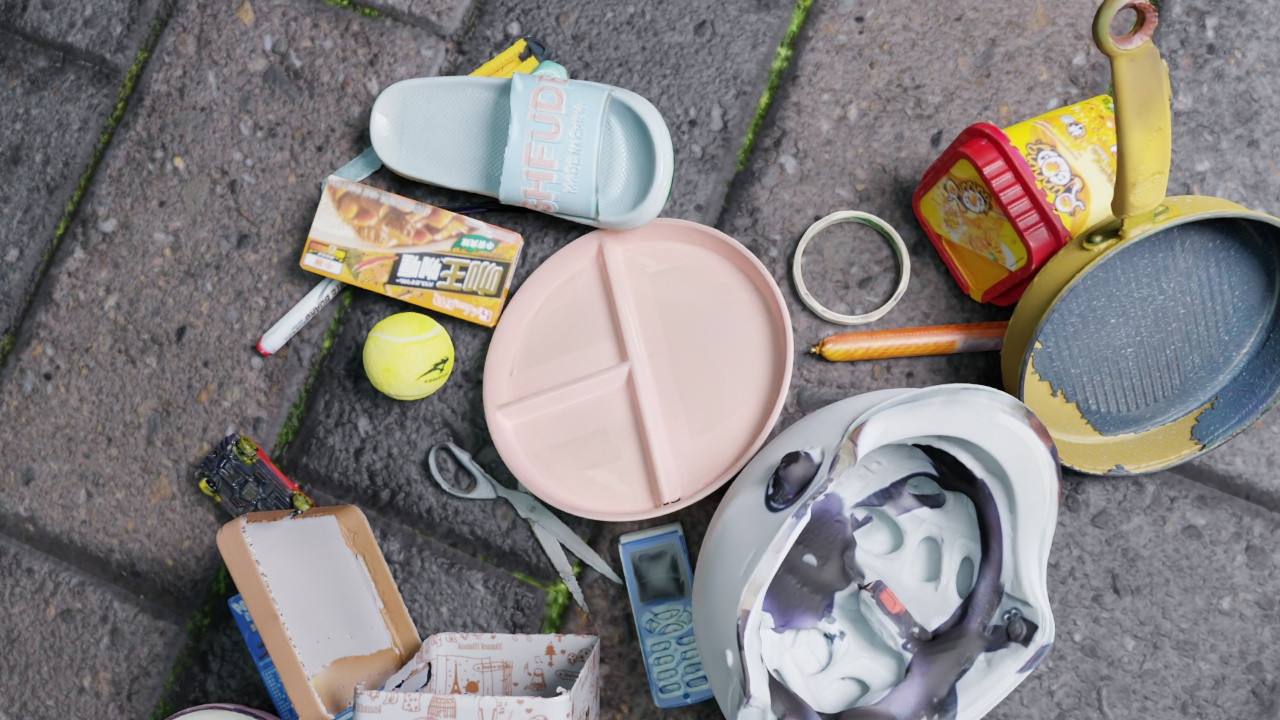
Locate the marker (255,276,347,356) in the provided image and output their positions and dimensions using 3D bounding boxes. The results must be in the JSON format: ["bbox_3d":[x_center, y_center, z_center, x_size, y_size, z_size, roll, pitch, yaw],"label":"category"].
[{"bbox_3d":[-0.244,-0.057,0.720,0.145,0.017,0.017,-44,81,-2],"label":"marker"}]

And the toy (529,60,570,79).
[{"bbox_3d":[-0.058,-0.195,0.718,0.096,0.030,0.092,-35,85,-2],"label":"toy"}]

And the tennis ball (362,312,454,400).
[{"bbox_3d":[-0.172,-0.003,0.682,0.065,0.065,0.065,-1,82,4],"label":"tennis ball"}]

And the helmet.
[{"bbox_3d":[0.136,0.130,0.587,0.229,0.146,0.258,30,84,-26],"label":"helmet"}]

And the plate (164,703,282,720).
[{"bbox_3d":[-0.279,0.332,0.643,0.193,0.039,0.192,0,90,17],"label":"plate"}]

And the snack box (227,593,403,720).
[{"bbox_3d":[-0.230,0.225,0.674,0.084,0.026,0.157,-29,81,1],"label":"snack box"}]

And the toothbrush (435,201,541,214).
[{"bbox_3d":[-0.138,-0.121,0.722,0.189,0.014,0.016,-2,74,5],"label":"toothbrush"}]

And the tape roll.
[{"bbox_3d":[0.158,-0.069,0.690,0.086,0.014,0.085,-1,82,5],"label":"tape roll"}]

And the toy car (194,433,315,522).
[{"bbox_3d":[-0.286,0.104,0.693,0.106,0.031,0.049,41,88,10],"label":"toy car"}]

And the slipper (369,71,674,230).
[{"bbox_3d":[-0.093,-0.163,0.672,0.245,0.074,0.104,11,94,14],"label":"slipper"}]

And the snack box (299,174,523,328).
[{"bbox_3d":[-0.173,-0.082,0.700,0.154,0.026,0.075,17,89,-1],"label":"snack box"}]

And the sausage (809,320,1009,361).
[{"bbox_3d":[0.208,-0.014,0.674,0.165,0.021,0.021,-4,82,4],"label":"sausage"}]

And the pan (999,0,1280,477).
[{"bbox_3d":[0.299,-0.059,0.540,0.198,0.078,0.357,-28,122,10],"label":"pan"}]

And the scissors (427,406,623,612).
[{"bbox_3d":[-0.088,0.108,0.688,0.164,0.014,0.164,1,85,3],"label":"scissors"}]

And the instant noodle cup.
[{"bbox_3d":[0.279,-0.117,0.644,0.123,0.116,0.116,-27,80,-11],"label":"instant noodle cup"}]

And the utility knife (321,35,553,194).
[{"bbox_3d":[-0.165,-0.192,0.733,0.223,0.015,0.033,-34,78,0],"label":"utility knife"}]

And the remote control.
[{"bbox_3d":[0.020,0.183,0.660,0.049,0.024,0.125,-13,82,2],"label":"remote control"}]

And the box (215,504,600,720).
[{"bbox_3d":[-0.145,0.198,0.596,0.269,0.179,0.136,31,87,7],"label":"box"}]

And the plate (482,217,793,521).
[{"bbox_3d":[-0.004,0.004,0.654,0.230,0.028,0.229,-8,65,17],"label":"plate"}]
